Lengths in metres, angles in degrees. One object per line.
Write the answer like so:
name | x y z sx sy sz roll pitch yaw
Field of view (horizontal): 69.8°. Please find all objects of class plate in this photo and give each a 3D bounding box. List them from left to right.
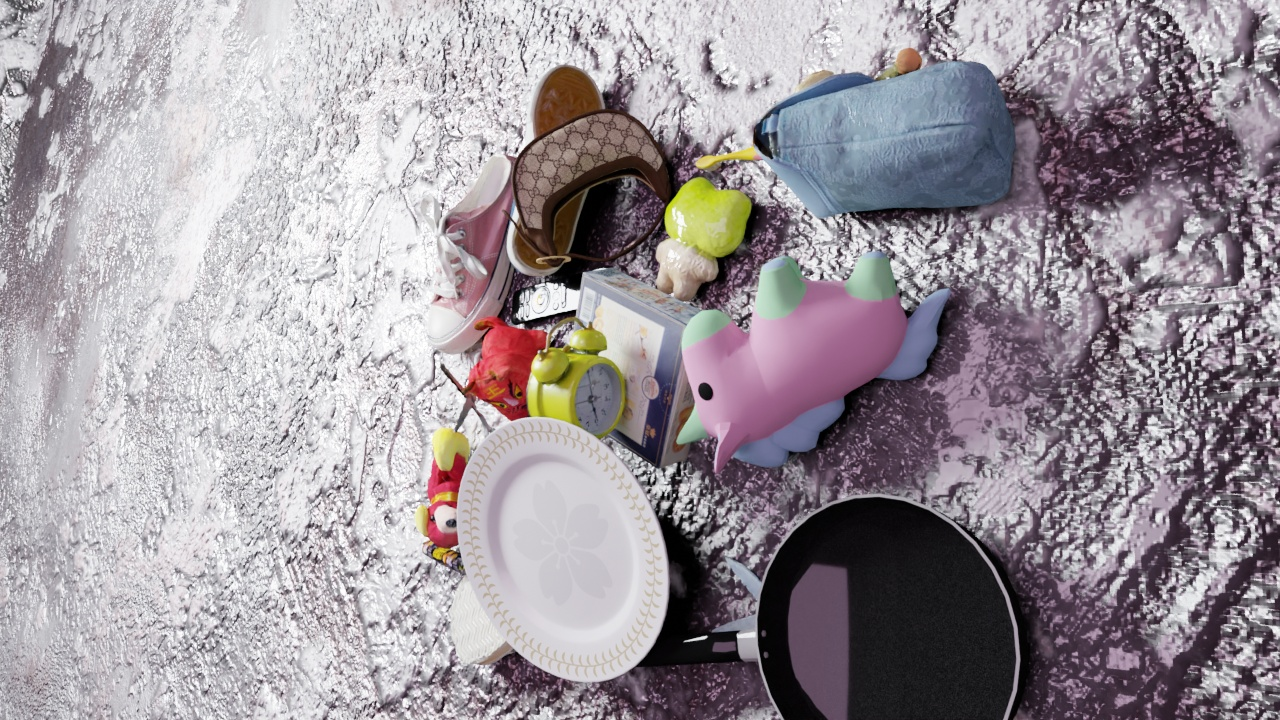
plate | -0.073 0.168 0.822 0.243 0.016 0.242 7 103 34

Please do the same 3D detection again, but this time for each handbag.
handbag | -0.052 -0.165 0.916 0.166 0.063 0.138 -28 85 -3
handbag | 0.192 -0.182 0.723 0.192 0.121 0.118 -2 68 38

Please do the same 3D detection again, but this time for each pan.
pan | 0.121 0.220 0.717 0.357 0.044 0.204 -18 68 38

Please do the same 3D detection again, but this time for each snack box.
snack box | -0.005 0.005 0.857 0.145 0.042 0.145 30 119 38

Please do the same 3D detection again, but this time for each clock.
clock | -0.060 0.019 0.821 0.057 0.083 0.119 6 119 40

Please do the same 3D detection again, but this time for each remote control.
remote control | -0.083 -0.067 0.978 0.152 0.020 0.041 -9 75 38

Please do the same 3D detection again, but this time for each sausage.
sausage | -0.208 0.211 0.987 0.155 0.020 0.020 -2 78 59

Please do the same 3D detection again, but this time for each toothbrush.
toothbrush | 0.112 -0.196 0.856 0.136 0.016 0.021 -7 74 35

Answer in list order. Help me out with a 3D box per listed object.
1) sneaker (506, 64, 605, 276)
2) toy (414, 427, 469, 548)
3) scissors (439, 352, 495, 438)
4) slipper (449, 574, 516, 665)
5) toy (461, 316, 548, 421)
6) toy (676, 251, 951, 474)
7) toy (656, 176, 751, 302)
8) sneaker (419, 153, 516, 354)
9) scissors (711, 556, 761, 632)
sneaker | -0.095 -0.199 0.994 0.079 0.087 0.235 163 118 -72
toy | -0.206 0.139 0.991 0.067 0.106 0.137 -5 55 -2
scissors | -0.179 0.033 0.983 0.014 0.142 0.174 -13 36 9
slipper | -0.098 0.209 0.905 0.273 0.054 0.114 -46 52 27
toy | -0.149 -0.006 0.969 0.088 0.094 0.133 -42 56 23
toy | 0.134 0.002 0.738 0.222 0.120 0.171 -2 99 15
toy | 0.053 -0.111 0.865 0.092 0.043 0.118 30 102 36
sneaker | -0.197 -0.125 1.037 0.118 0.087 0.241 23 93 40
scissors | 0.130 0.224 0.747 0.171 0.014 0.168 -25 65 32
